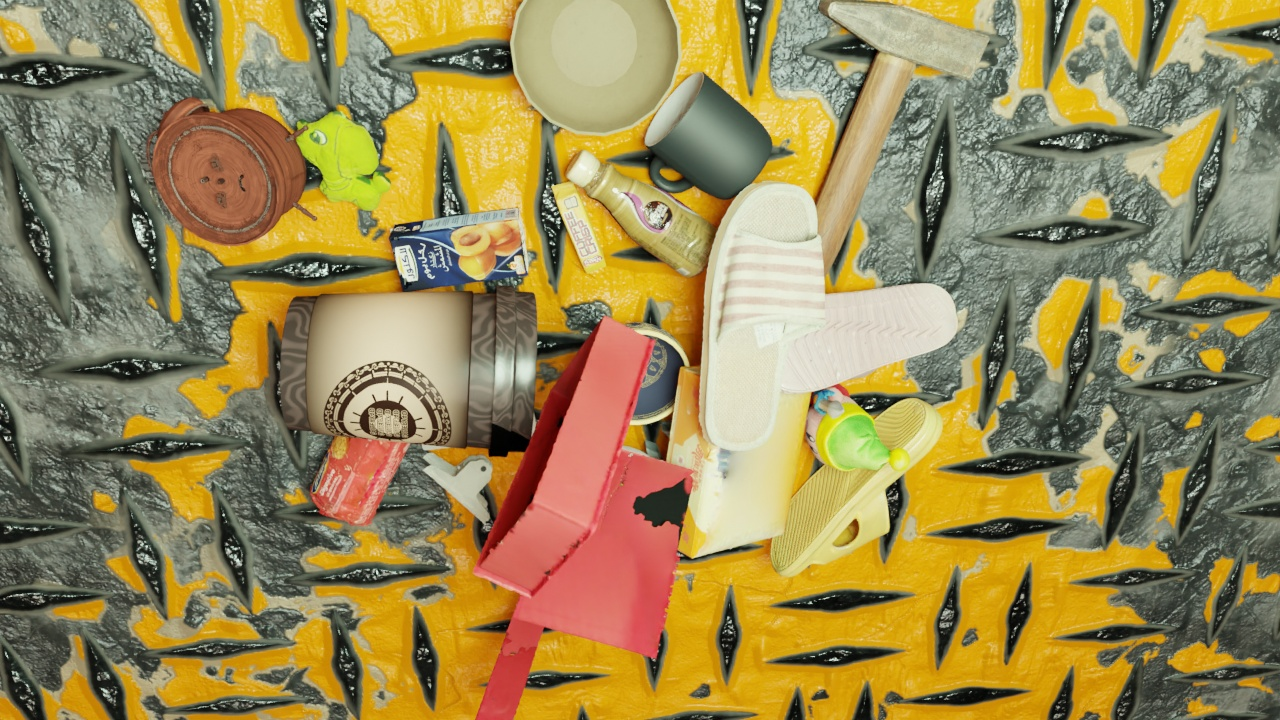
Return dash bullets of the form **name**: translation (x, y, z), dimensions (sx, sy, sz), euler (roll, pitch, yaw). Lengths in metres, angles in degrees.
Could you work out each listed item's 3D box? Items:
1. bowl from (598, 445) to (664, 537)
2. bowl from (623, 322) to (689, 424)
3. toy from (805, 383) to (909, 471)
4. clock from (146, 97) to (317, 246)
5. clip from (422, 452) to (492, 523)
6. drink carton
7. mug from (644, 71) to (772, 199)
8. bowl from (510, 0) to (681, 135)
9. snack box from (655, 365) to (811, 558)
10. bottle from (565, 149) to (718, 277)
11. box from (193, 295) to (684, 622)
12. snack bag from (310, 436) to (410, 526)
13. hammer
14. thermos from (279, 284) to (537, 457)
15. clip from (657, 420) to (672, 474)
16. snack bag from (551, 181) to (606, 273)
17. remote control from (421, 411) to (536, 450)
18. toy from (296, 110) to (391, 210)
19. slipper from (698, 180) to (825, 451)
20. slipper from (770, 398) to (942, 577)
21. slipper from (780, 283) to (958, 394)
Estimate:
- **bowl**: translation (-0.016, 0.139, 1.048), dimensions (0.115, 0.050, 0.115), euler (14, 131, 16)
- **bowl**: translation (-0.006, 0.006, 0.985), dimensions (0.112, 0.061, 0.112), euler (-2, 118, -5)
- **toy**: translation (0.231, 0.075, 1.007), dimensions (0.097, 0.131, 0.124), euler (-13, 118, 6)
- **clock**: translation (-0.382, -0.174, 0.836), dimensions (0.158, 0.072, 0.121), euler (8, 117, 7)
- **clip**: translation (-0.198, 0.139, 1.051), dimensions (0.056, 0.056, 0.102), euler (-23, 121, 34)
- **drink carton**: translation (-0.181, -0.110, 0.919), dimensions (0.130, 0.040, 0.064), euler (-8, 117, -1)
- **mug**: translation (0.055, -0.201, 0.880), dimensions (0.094, 0.085, 0.122), euler (34, 137, -22)
- **bowl**: translation (-0.041, -0.286, 0.835), dimensions (0.152, 0.050, 0.152), euler (-2, 118, -5)
- **snack box**: translation (0.105, 0.104, 0.985), dimensions (0.144, 0.081, 0.195), euler (-5, 110, -38)
- **bottle**: translation (0.001, -0.148, 0.908), dimensions (0.166, 0.059, 0.060), euler (32, 110, -19)
- **box**: translation (-0.161, 0.045, 0.781), dimensions (0.351, 0.216, 0.198), euler (26, 137, -7)
- **snack bag**: translation (-0.301, 0.109, 1.000), dimensions (0.082, 0.082, 0.177), euler (24, 113, -17)
- **hammer**: translation (0.206, -0.199, 0.914), dimensions (0.158, 0.037, 0.301), euler (13, 115, -12)
- **thermos**: translation (-0.221, 0.007, 0.897), dimensions (0.226, 0.172, 0.173), euler (2, 117, -11)
- **clip**: translation (0.089, 0.114, 1.072), dimensions (0.163, 0.028, 0.112), euler (35, 110, -22)
- **snack bag**: translation (-0.061, -0.134, 0.931), dimensions (0.026, 0.020, 0.099), euler (-18, 117, 5)
- **remote control**: translation (-0.182, 0.077, 1.032), dimensions (0.131, 0.012, 0.033), euler (-7, 116, -2)
- **toy**: translation (-0.282, -0.188, 0.872), dimensions (0.094, 0.036, 0.094), euler (16, 124, -11)
- **slipper**: translation (0.117, -0.036, 0.870), dimensions (0.115, 0.052, 0.263), euler (4, 102, -22)
- **slipper**: translation (0.257, 0.157, 1.074), dimensions (0.078, 0.099, 0.264), euler (36, 105, -23)
- **slipper**: translation (0.224, -0.027, 0.979), dimensions (0.239, 0.064, 0.094), euler (-14, 84, -18)
